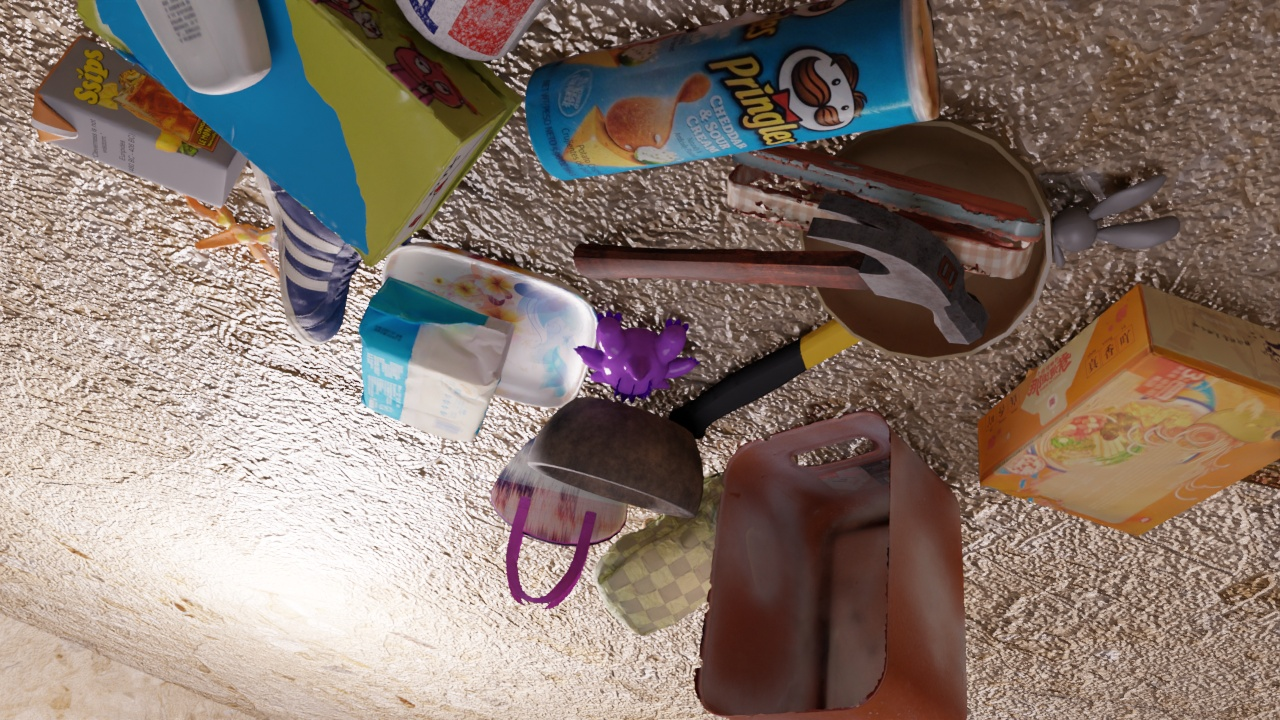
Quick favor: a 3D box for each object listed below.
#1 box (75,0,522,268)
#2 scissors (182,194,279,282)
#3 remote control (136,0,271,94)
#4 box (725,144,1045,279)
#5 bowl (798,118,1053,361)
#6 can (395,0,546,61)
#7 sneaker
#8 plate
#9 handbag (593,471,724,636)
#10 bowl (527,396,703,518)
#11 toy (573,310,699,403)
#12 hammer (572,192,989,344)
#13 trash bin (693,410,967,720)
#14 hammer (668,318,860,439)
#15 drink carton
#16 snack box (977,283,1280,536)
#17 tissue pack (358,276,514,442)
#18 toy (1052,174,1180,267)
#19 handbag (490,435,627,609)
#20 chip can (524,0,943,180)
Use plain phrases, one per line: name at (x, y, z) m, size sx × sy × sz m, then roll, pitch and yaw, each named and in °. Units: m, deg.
box at (-0.194, -0.175, 0.525) m, size 0.221 × 0.082 × 0.125 m, roll 41°, pitch 127°, yaw -7°
scissors at (-0.330, -0.107, 0.769) m, size 0.130 × 0.011 × 0.125 m, roll -1°, pitch 140°, yaw 20°
remote control at (-0.226, -0.191, 0.458) m, size 0.060 × 0.028 × 0.114 m, roll -7°, pitch 116°, yaw 24°
box at (0.137, -0.086, 0.540) m, size 0.187 × 0.058 × 0.060 m, roll 20°, pitch 175°, yaw 24°
bowl at (0.181, -0.079, 0.576) m, size 0.152 × 0.050 × 0.152 m, roll 15°, pitch 121°, yaw 27°
can at (-0.070, -0.225, 0.471) m, size 0.078 × 0.078 × 0.136 m, roll 30°, pitch 141°, yaw -21°
sneaker at (-0.203, -0.095, 0.686) m, size 0.118 × 0.091 × 0.234 m, roll 9°, pitch 135°, yaw 2°
plate at (-0.133, -0.029, 0.803) m, size 0.187 × 0.016 × 0.187 m, roll 17°, pitch 144°, yaw -4°
handbag at (0.039, 0.188, 0.930) m, size 0.186 × 0.117 × 0.113 m, roll -29°, pitch 108°, yaw -9°
bowl at (-0.017, 0.086, 0.840) m, size 0.162 × 0.070 × 0.162 m, roll 17°, pitch 166°, yaw 4°
toy at (-0.005, 0.004, 0.771) m, size 0.106 × 0.055 × 0.088 m, roll 6°, pitch 157°, yaw -5°
hammer at (0.061, -0.062, 0.598) m, size 0.301 × 0.028 × 0.111 m, roll 8°, pitch 157°, yaw 46°
trash bin at (0.176, 0.204, 0.808) m, size 0.182 × 0.259 × 0.157 m, roll -22°, pitch 133°, yaw 38°
hammer at (0.129, -0.003, 0.745) m, size 0.127 × 0.029 × 0.325 m, roll 31°, pitch 141°, yaw -22°
drink carton at (-0.345, -0.166, 0.646) m, size 0.124 × 0.076 × 0.049 m, roll 21°, pitch 143°, yaw -17°
snack box at (0.364, 0.038, 0.675) m, size 0.145 × 0.080 × 0.196 m, roll 18°, pitch 144°, yaw -6°
tissue pack at (-0.179, 0.009, 0.787) m, size 0.117 × 0.065 × 0.210 m, roll 20°, pitch 152°, yaw -8°
toy at (0.277, -0.084, 0.586) m, size 0.112 × 0.030 × 0.049 m, roll -11°, pitch 122°, yaw 38°
handbag at (-0.085, 0.165, 0.915) m, size 0.144 × 0.169 × 0.068 m, roll 12°, pitch 144°, yaw 2°
chip can at (0.049, -0.156, 0.525) m, size 0.230 × 0.079 × 0.080 m, roll -4°, pitch 140°, yaw 24°
